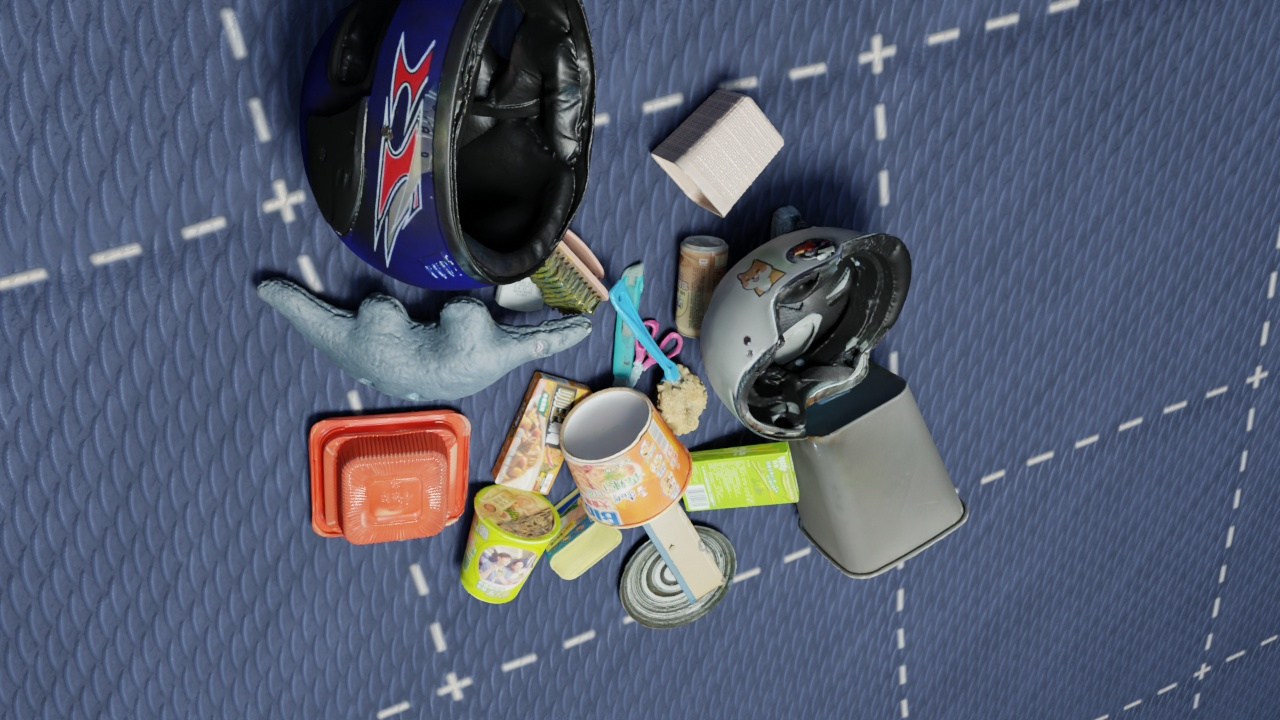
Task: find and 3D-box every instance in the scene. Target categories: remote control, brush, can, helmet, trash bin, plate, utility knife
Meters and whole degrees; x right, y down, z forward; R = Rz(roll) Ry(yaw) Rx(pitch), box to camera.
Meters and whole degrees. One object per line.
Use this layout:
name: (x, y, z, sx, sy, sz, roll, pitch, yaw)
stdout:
remote control: (-0.123, -0.128, 1.048, 0.058, 0.021, 0.150, 5, 113, -32)
brush: (0.020, -0.003, 1.121, 0.083, 0.046, 0.255, -55, 135, -25)
can: (0.074, -0.090, 1.119, 0.058, 0.058, 0.116, -6, 116, -18)
helmet: (0.172, -0.051, 1.072, 0.273, 0.157, 0.230, -47, 142, -13)
helmet: (-0.190, -0.225, 0.847, 0.246, 0.240, 0.316, -33, 140, -49)
trash bin: (0.294, 0.133, 1.242, 0.199, 0.198, 0.220, -29, 113, -8)
plate: (0.053, 0.309, 1.323, 0.179, 0.024, 0.180, -7, 116, -15)
can: (-0.082, 0.225, 1.197, 0.102, 0.083, 0.057, -39, 121, 0)
brush: (-0.095, -0.115, 1.022, 0.145, 0.063, 0.072, 48, 57, -38)
utility knife: (-0.017, -0.032, 1.133, 0.029, 0.013, 0.182, 6, 110, 1)

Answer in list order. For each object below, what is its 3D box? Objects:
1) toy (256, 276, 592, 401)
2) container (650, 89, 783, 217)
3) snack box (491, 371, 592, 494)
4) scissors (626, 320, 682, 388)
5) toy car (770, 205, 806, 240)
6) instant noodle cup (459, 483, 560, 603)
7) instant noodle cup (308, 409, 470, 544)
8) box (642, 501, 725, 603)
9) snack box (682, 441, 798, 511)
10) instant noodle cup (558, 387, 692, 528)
toy: (-0.233, -0.018, 1.012, 0.356, 0.091, 0.138, 4, 119, -9)
container: (0.089, -0.239, 1.040, 0.111, 0.090, 0.090, -47, 121, 1)
snack box: (-0.124, 0.092, 1.151, 0.075, 0.026, 0.154, 17, 107, -27)
scissors: (-0.010, 0.007, 1.161, 0.073, 0.017, 0.137, 37, 102, -28)
toy car: (0.182, -0.147, 1.142, 0.034, 0.043, 0.091, -11, 119, -17)
instant noodle cup: (-0.174, 0.237, 1.161, 0.111, 0.111, 0.124, 13, 117, -25)
instant noodle cup: (-0.291, 0.146, 1.085, 0.188, 0.079, 0.165, -4, 117, -21)
box: (0.040, 0.229, 1.225, 0.061, 0.090, 0.184, -34, 103, -5)
snack box: (0.129, 0.158, 1.235, 0.156, 0.026, 0.086, -8, 120, 17)
instant noodle cup: (-0.024, 0.111, 1.117, 0.151, 0.151, 0.111, -30, 130, -5)
